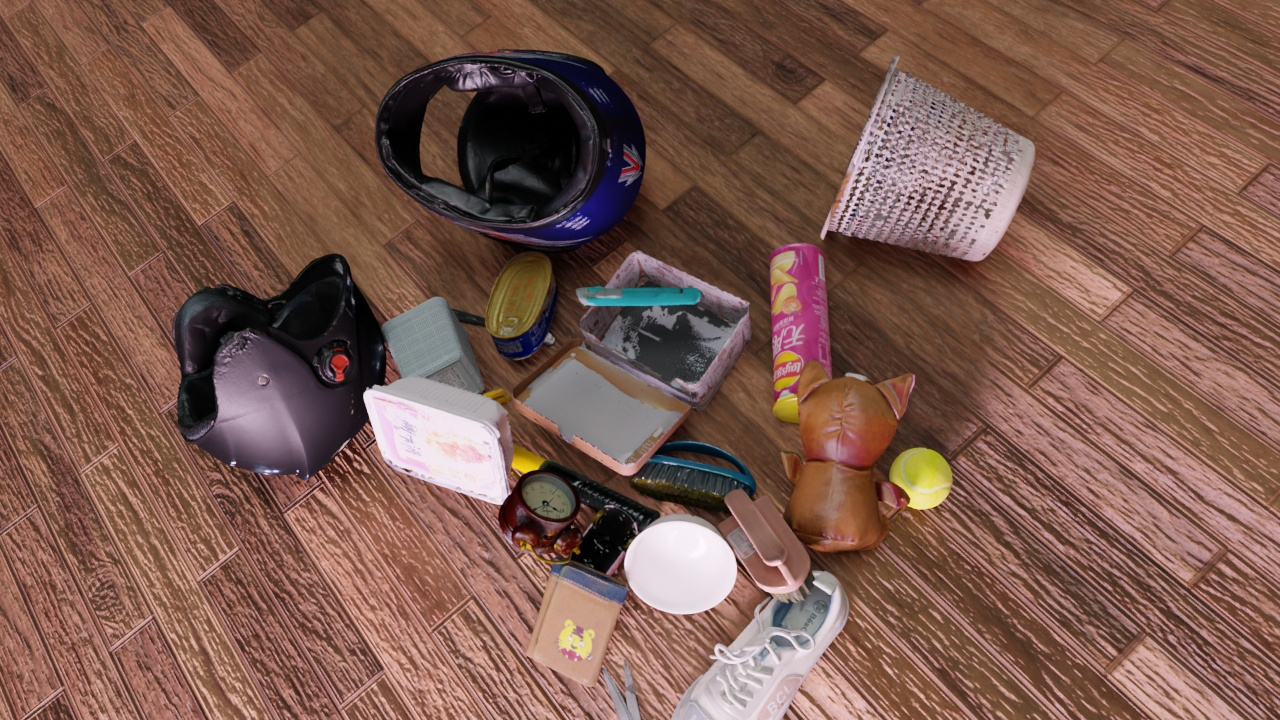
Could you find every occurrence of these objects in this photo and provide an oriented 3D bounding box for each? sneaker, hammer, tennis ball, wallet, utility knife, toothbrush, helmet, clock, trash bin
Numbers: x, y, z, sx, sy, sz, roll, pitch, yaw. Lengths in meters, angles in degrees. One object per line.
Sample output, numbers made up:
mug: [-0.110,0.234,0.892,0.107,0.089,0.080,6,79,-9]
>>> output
sneaker: [0.120,0.307,0.915,0.242,0.091,0.089,-45,63,-12]
hammer: [-0.113,0.130,1.086,0.301,0.033,0.128,23,71,21]
tennis ball: [0.301,0.127,0.987,0.065,0.065,0.065,-5,62,9]
wallet: [-0.069,0.277,0.980,0.090,0.033,0.115,19,95,18]
utility knife: [-0.004,-0.077,1.081,0.151,0.013,0.029,0,57,8]
toothbrush: [-0.194,-0.049,1.204,0.181,0.018,0.015,14,70,19]
helmet: [-0.419,0.009,1.098,0.274,0.230,0.234,-47,39,-14]
clock: [-0.106,0.173,0.995,0.082,0.055,0.121,10,38,-27]
helmet: [-0.148,-0.269,1.176,0.315,0.240,0.247,11,101,9]
trash bin: [0.344,-0.219,1.088,0.192,0.228,0.227,22,69,7]

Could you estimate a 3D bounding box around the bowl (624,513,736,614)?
bowl: [0.044,0.206,0.989,0.118,0.118,0.064,-6,23,8]

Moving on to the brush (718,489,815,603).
brush: [0.127,0.187,0.930,0.063,0.073,0.145,-31,23,-1]

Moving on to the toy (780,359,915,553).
toy: [0.217,0.102,0.973,0.140,0.130,0.199,5,95,17]

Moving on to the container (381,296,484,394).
container: [-0.253,-0.002,1.134,0.090,0.090,0.111,-29,47,-5]

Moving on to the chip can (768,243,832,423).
chip can: [0.190,-0.034,1.089,0.071,0.071,0.210,-3,62,10]

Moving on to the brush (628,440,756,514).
brush: [0.061,0.128,1.040,0.144,0.055,0.073,10,60,16]

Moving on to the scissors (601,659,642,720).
scissors: [0.006,0.396,0.938,0.156,0.014,0.168,14,64,19]

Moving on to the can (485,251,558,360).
can: [-0.150,-0.071,1.171,0.075,0.049,0.147,2,51,13]

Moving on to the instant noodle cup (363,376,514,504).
instant noodle cup: [-0.219,0.083,1.048,0.173,0.138,0.060,16,45,19]

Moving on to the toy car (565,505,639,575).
toy car: [-0.048,0.217,1.018,0.056,0.037,0.122,37,90,16]

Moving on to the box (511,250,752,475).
box: [-0.007,0.007,1.086,0.179,0.105,0.260,28,71,22]
